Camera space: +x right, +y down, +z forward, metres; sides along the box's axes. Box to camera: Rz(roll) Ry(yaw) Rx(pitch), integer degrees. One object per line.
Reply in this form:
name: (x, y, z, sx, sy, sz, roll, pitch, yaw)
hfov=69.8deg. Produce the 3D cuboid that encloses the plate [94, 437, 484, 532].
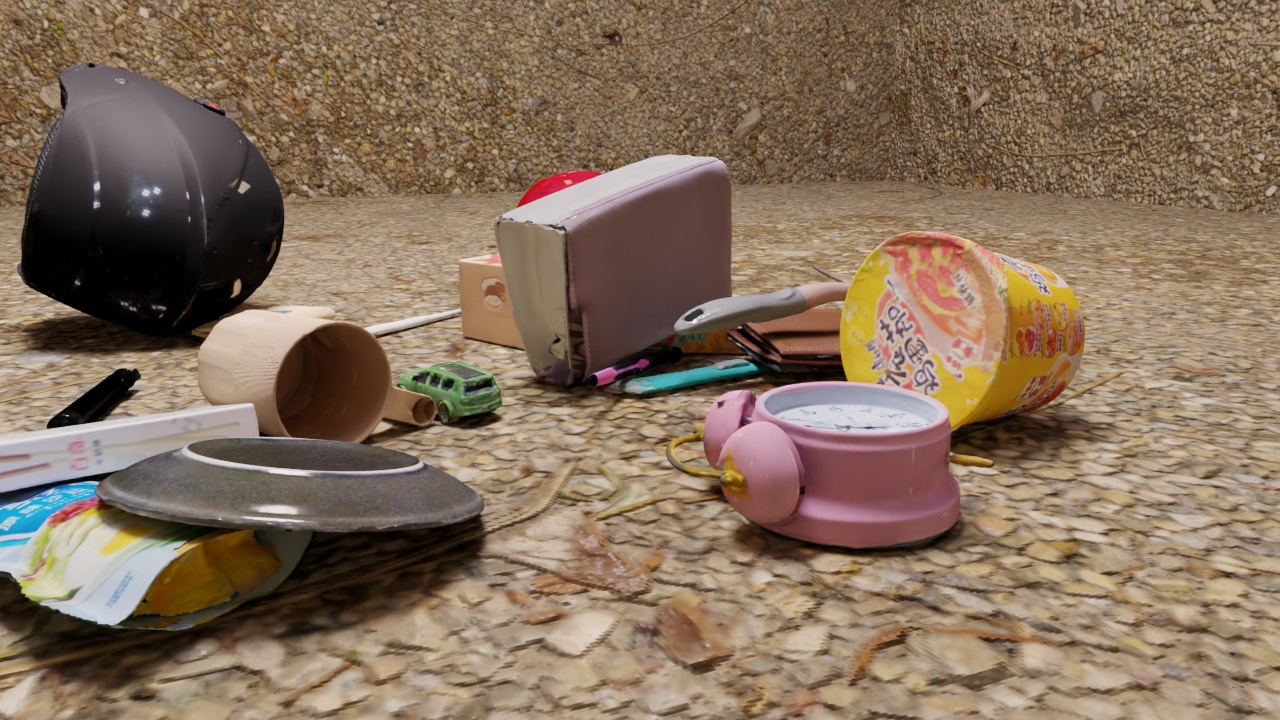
plate: (-0.166, 0.056, 0.455, 0.179, 0.024, 0.179, 5, -1, 0)

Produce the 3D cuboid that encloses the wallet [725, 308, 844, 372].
wallet: (0.147, -0.015, 0.776, 0.124, 0.032, 0.101, 0, 22, -20)

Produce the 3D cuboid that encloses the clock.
clock: (0.093, 0.051, 0.492, 0.158, 0.060, 0.117, -3, 14, -3)

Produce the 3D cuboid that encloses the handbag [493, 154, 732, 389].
handbag: (-0.014, -0.078, 0.758, 0.099, 0.145, 0.196, 13, 31, 43)

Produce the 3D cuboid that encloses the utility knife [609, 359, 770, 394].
utility knife: (0.072, 0.007, 0.752, 0.216, 0.013, 0.029, -9, 18, -32)

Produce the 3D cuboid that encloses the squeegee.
squeegee: (0.136, -0.044, 0.753, 0.249, 0.040, 0.248, -5, 27, -30)

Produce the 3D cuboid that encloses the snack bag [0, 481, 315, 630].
snack bag: (-0.254, 0.082, 0.422, 0.191, 0.039, 0.110, 4, 19, 27)

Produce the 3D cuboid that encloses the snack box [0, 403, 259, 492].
snack box: (-0.307, 0.048, 0.513, 0.085, 0.027, 0.156, -5, 4, 45)

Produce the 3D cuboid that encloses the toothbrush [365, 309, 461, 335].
toothbrush: (-0.221, -0.047, 0.952, 0.016, 0.016, 0.179, 7, 16, 31)

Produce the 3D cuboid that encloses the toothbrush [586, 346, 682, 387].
toothbrush: (-0.004, 0.004, 0.727, 0.018, 0.014, 0.188, -5, 5, 23)

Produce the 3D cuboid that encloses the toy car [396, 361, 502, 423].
toy car: (-0.139, 0.020, 0.661, 0.091, 0.036, 0.043, 8, 18, 41)

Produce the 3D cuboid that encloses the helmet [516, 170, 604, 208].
helmet: (-0.066, -0.185, 1.243, 0.207, 0.144, 0.239, 6, 15, 30)

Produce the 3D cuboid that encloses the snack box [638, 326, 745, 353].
snack box: (0.029, -0.028, 0.857, 0.156, 0.027, 0.077, 0, 15, 1)

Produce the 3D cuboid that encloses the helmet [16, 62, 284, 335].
helmet: (-0.472, -0.145, 0.913, 0.230, 0.234, 0.274, 29, 21, 3)

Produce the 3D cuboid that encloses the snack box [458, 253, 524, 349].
snack box: (-0.109, -0.062, 0.888, 0.093, 0.077, 0.094, 12, 19, 37)

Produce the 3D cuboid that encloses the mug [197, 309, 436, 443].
mug: (-0.217, 0.015, 0.617, 0.104, 0.084, 0.124, 10, -7, 38)

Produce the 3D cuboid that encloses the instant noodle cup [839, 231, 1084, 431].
instant noodle cup: (0.225, -0.017, 0.630, 0.109, 0.138, 0.138, 0, 13, -31)

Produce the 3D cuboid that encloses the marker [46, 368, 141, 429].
marker: (-0.386, 0.029, 0.654, 0.022, 0.020, 0.132, -18, 17, -8)

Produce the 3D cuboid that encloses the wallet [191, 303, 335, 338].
wallet: (-0.374, -0.038, 0.908, 0.087, 0.024, 0.115, 3, 17, 19)
